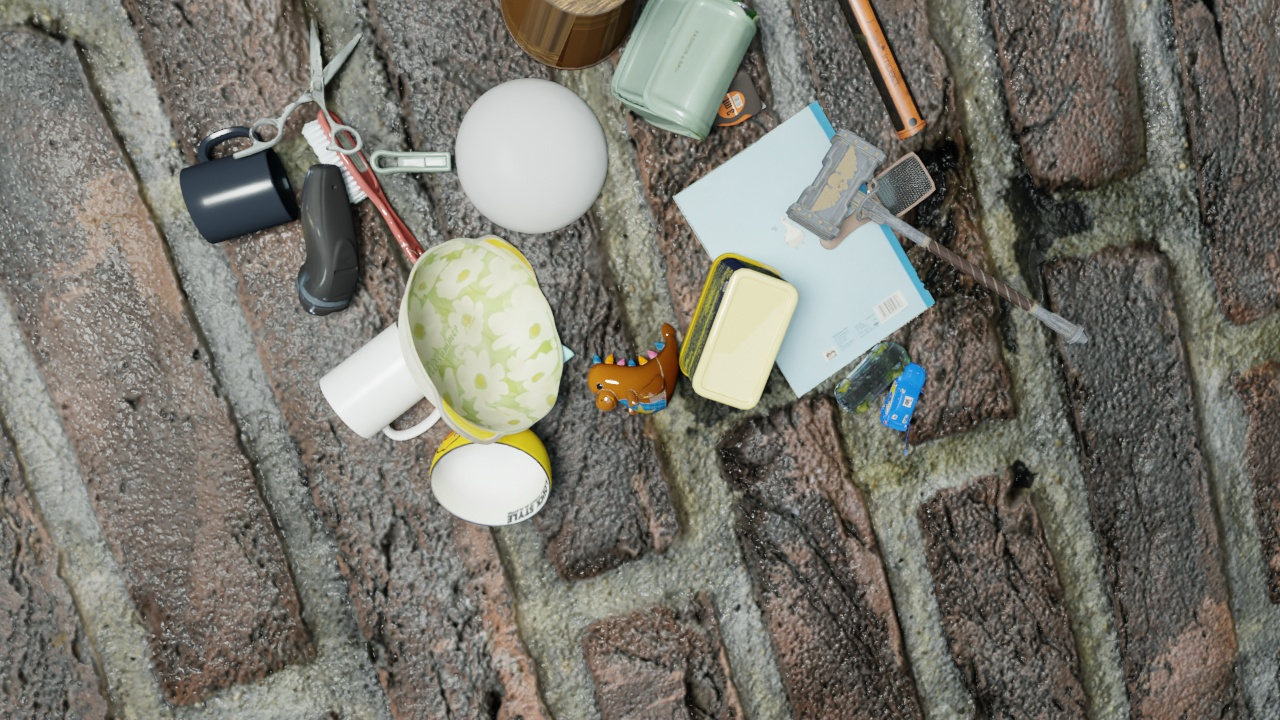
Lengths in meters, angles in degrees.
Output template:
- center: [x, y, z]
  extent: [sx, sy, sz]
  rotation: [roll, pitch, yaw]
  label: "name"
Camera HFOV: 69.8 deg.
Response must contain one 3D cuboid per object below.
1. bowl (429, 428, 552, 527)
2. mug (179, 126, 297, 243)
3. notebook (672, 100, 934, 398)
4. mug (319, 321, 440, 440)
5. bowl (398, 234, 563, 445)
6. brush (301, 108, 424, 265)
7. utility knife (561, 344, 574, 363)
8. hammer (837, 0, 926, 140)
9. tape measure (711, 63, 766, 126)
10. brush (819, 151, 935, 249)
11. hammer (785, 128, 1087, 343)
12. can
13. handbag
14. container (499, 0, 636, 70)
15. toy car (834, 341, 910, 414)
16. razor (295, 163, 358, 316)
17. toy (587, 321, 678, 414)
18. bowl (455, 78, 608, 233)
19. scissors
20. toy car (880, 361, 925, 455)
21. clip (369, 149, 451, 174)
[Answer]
- center: [-0.145, 0.100, 0.904]
  extent: [0.117, 0.067, 0.117]
  rotation: [-1, 128, -1]
  label: "bowl"
- center: [-0.371, -0.167, 0.843]
  extent: [0.077, 0.071, 0.105]
  rotation: [-17, 74, -5]
  label: "mug"
- center: [0.175, -0.113, 0.957]
  extent: [0.181, 0.009, 0.253]
  rotation: [-34, 102, -2]
  label: "notebook"
- center: [-0.239, 0.031, 0.893]
  extent: [0.090, 0.073, 0.110]
  rotation: [-38, 128, -1]
  label: "mug"
- center: [-0.159, -0.016, 0.861]
  extent: [0.060, 0.218, 0.188]
  rotation: [-22, 136, 35]
  label: "bowl"
- center: [-0.261, -0.157, 0.874]
  extent: [0.030, 0.041, 0.172]
  rotation: [-28, 105, 14]
  label: "brush"
- center: [-0.136, 0.040, 0.934]
  extent: [0.165, 0.015, 0.022]
  rotation: [-41, 104, 3]
  label: "utility knife"
- center: [0.196, -0.361, 0.909]
  extent: [0.137, 0.035, 0.314]
  rotation: [-29, 102, -3]
  label: "hammer"
- center: [0.084, -0.261, 0.902]
  extent: [0.059, 0.038, 0.058]
  rotation: [-33, 139, 7]
  label: "tape measure"
- center: [0.242, -0.159, 0.947]
  extent: [0.135, 0.015, 0.050]
  rotation: [-36, 101, -3]
  label: "brush"
- center: [0.308, -0.104, 0.918]
  extent: [0.322, 0.044, 0.098]
  rotation: [32, 93, 0]
  label: "hammer"
- center: [0.095, -0.029, 0.901]
  extent: [0.075, 0.104, 0.135]
  rotation: [18, 101, -7]
  label: "can"
- center: [0.041, -0.280, 0.854]
  extent: [0.106, 0.067, 0.122]
  rotation: [30, 97, 33]
  label: "handbag"
- center: [-0.058, -0.336, 0.806]
  extent: [0.132, 0.167, 0.132]
  rotation: [-1, 99, -9]
  label: "container"
- center: [0.245, 0.017, 0.978]
  extent: [0.038, 0.027, 0.090]
  rotation: [44, 93, -10]
  label: "toy car"
- center: [-0.297, -0.113, 0.857]
  extent: [0.064, 0.052, 0.141]
  rotation: [13, 110, 27]
  label: "razor"
- center: [-0.006, 0.006, 0.937]
  extent: [0.090, 0.071, 0.103]
  rotation: [10, 74, 3]
  label: "toy"
- center: [-0.103, -0.198, 0.884]
  extent: [0.149, 0.043, 0.149]
  rotation: [-1, 99, -8]
  label: "bowl"
- center: [-0.307, -0.241, 0.830]
  extent: [0.158, 0.014, 0.141]
  rotation: [-25, 81, -21]
  label: "scissors"
- center: [0.284, 0.050, 0.972]
  extent: [0.033, 0.062, 0.092]
  rotation: [17, 96, -11]
  label: "toy car"
- center: [-0.219, -0.189, 0.877]
  extent: [0.076, 0.042, 0.023]
  rotation: [-2, 97, -8]
  label: "clip"
